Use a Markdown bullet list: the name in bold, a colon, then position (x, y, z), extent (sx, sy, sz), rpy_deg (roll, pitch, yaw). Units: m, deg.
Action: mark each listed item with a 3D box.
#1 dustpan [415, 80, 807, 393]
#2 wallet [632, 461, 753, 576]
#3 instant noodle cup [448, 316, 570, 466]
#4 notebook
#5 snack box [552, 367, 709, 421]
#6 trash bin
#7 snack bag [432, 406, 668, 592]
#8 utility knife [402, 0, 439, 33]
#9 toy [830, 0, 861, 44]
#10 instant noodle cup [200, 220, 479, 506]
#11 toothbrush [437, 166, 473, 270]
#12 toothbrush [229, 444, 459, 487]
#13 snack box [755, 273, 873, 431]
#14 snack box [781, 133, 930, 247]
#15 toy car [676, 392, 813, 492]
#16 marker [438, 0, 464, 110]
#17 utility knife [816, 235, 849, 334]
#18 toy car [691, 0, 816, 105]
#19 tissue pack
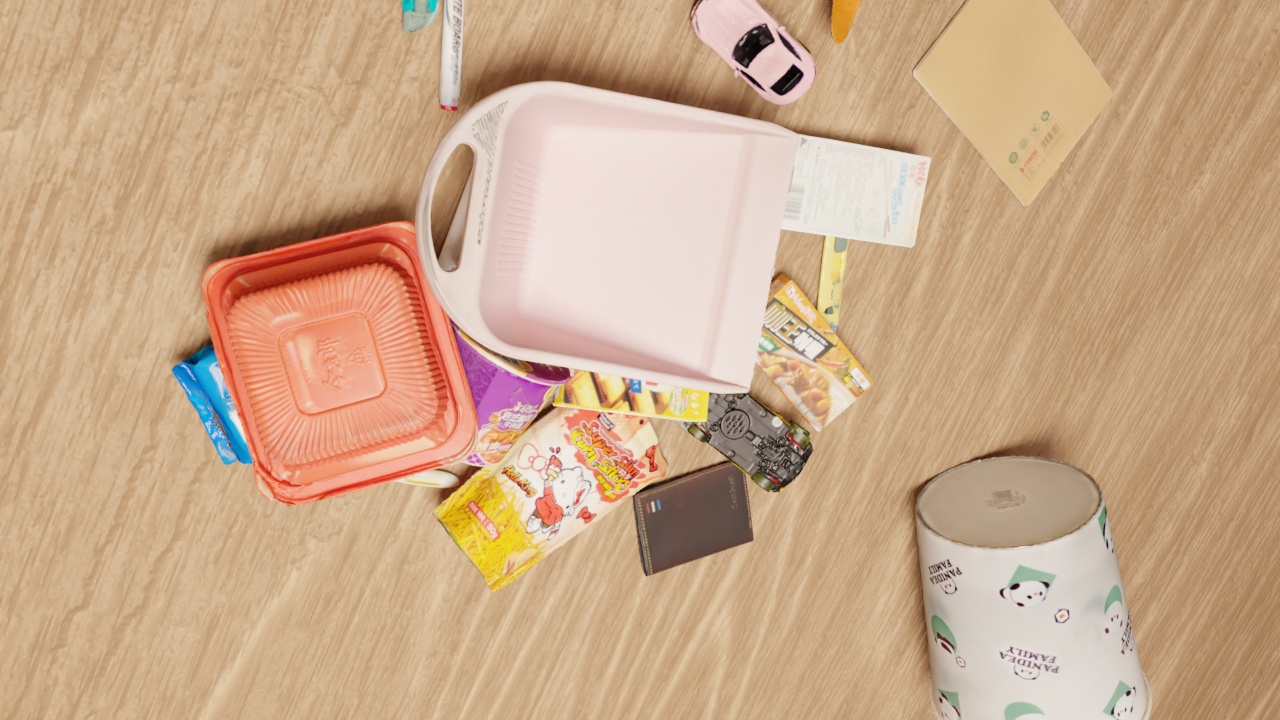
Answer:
- **dustpan**: position (-0.018, -0.089, 0.691), extent (0.273, 0.138, 0.222), rpy_deg (8, 97, 3)
- **wallet**: position (0.054, 0.155, 0.912), extent (0.122, 0.020, 0.096), rpy_deg (-15, 113, -19)
- **instant noodle cup**: position (-0.127, 0.024, 0.747), extent (0.111, 0.111, 0.099), rpy_deg (23, 107, -27)
- **notebook**: position (0.369, -0.270, 0.895), extent (0.207, 0.008, 0.148), rpy_deg (36, 92, -28)
- **snack box**: position (-0.005, 0.005, 0.810), extent (0.140, 0.034, 0.087), rpy_deg (9, 83, -25)
- **trash bin**: position (0.409, 0.256, 0.985), extent (0.229, 0.229, 0.252), rpy_deg (-22, 110, -14)
- **snack bag**: position (-0.075, 0.110, 0.826), extent (0.207, 0.073, 0.129), rpy_deg (-36, 117, -15)
- **utility knife**: position (-0.154, -0.340, 0.654), extent (0.029, 0.013, 0.205), rpy_deg (-1, 109, -22)
- **toy**: position (0.170, -0.374, 0.732), extent (0.246, 0.090, 0.227), rpy_deg (-1, 118, -18)
- **instant noodle cup**: position (-0.211, 0.004, 0.644), extent (0.164, 0.079, 0.189), rpy_deg (-17, 95, -10)
- **toothbrush**: position (-0.148, -0.082, 0.740), extent (0.026, 0.027, 0.221), rpy_deg (12, 104, -47)
- **toothbrush**: position (-0.243, 0.090, 0.767), extent (0.191, 0.018, 0.016), rpy_deg (13, 105, -25)
- **snack box**: position (0.155, -0.005, 0.886), extent (0.075, 0.026, 0.154), rpy_deg (-42, 117, 4)
- **snack box**: position (0.185, -0.155, 0.838), extent (0.156, 0.027, 0.085), rpy_deg (5, 101, -18)
- **toy car**: position (0.100, 0.066, 0.884), extent (0.156, 0.041, 0.071), rpy_deg (36, 93, -19)
- **marker**: position (-0.139, -0.262, 0.686), extent (0.017, 0.017, 0.145), rpy_deg (0, 108, -22)
- **utility knife**: position (0.188, -0.097, 0.882), extent (0.031, 0.018, 0.165), rpy_deg (-2, 113, -15)
- **toy car**: position (0.096, -0.261, 0.762), extent (0.122, 0.037, 0.056), rpy_deg (34, 118, -27)
- **tissue pack**: position (-0.264, 0.013, 0.710), extent (0.157, 0.052, 0.095), rpy_deg (-23, 111, -13)
